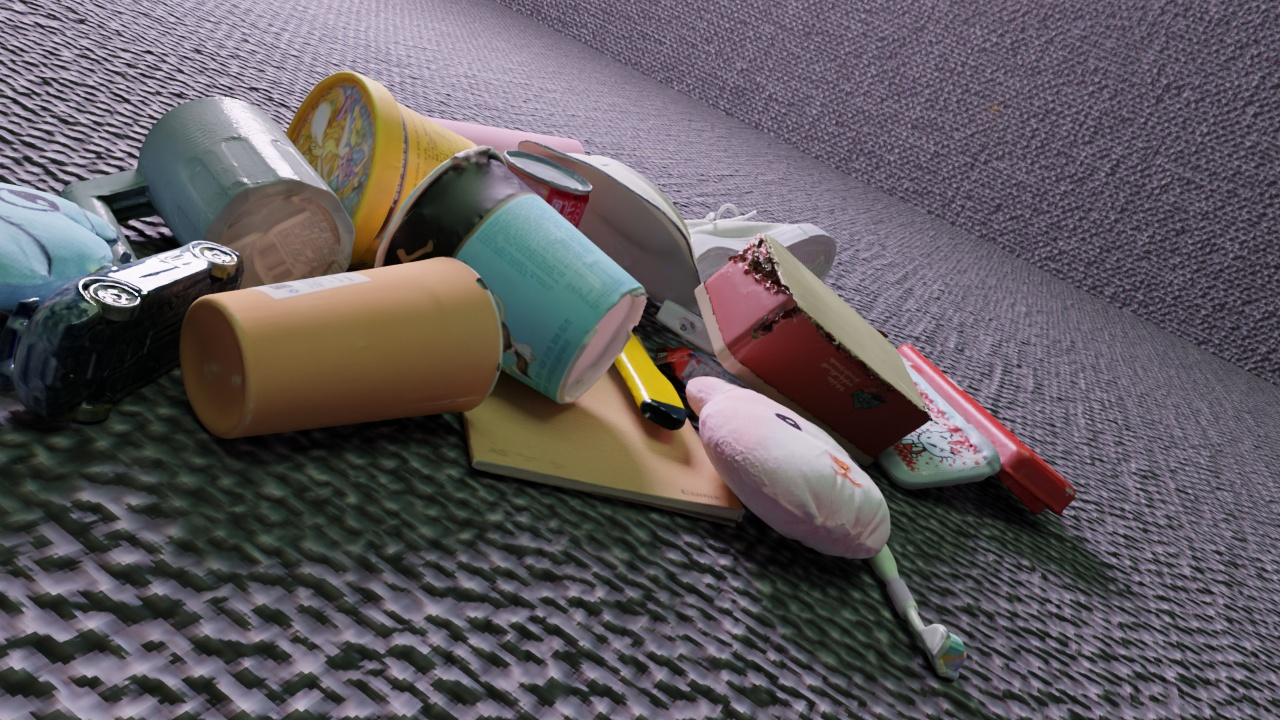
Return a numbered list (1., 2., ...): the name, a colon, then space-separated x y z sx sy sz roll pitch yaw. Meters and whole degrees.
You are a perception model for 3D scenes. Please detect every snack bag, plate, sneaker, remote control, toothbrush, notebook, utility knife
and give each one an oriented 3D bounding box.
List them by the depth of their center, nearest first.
1. toothbrush: 0.135 0.105 0.519 0.020 0.029 0.189 -19 25 1
2. notebook: -0.040 0.018 0.543 0.149 0.012 0.211 15 22 -24
3. utility knife: -0.003 0.003 0.579 0.033 0.015 0.153 20 19 -26
4. snack bag: 0.058 0.018 0.622 0.104 0.026 0.048 30 16 -4
5. remote control: 0.066 -0.011 0.671 0.056 0.019 0.135 34 8 34
6. plate: -0.014 -0.109 0.720 0.164 0.034 0.164 33 -16 20
7. sneaker: 0.089 -0.097 0.870 0.241 0.090 0.091 -8 33 -45

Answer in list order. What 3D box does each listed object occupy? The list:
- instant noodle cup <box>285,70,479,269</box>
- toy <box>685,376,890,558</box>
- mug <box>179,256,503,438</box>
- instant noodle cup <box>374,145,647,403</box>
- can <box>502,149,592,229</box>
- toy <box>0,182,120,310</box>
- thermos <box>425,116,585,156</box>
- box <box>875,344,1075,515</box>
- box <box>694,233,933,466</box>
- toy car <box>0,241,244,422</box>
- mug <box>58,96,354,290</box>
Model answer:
1. instant noodle cup: -0.151 -0.105 0.579 0.114 0.119 0.118 12 23 -48
2. toy: 0.077 0.053 0.519 0.121 0.054 0.159 31 9 -23
3. mug: -0.133 -0.005 0.412 0.078 0.078 0.122 37 28 29
4. instant noodle cup: -0.065 -0.040 0.508 0.120 0.111 0.111 36 23 12
5. can: -0.081 -0.091 0.643 0.066 0.094 0.066 22 21 -9
6. toy: -0.296 -0.050 0.369 0.156 0.050 0.161 19 19 6
7. thermos: -0.142 -0.163 0.745 0.198 0.067 0.087 3 -4 -29
8. box: 0.229 0.044 0.720 0.159 0.065 0.201 13 22 -18
9. box: 0.123 -0.010 0.612 0.168 0.078 0.091 34 28 -34
10. toy car: -0.208 -0.017 0.379 0.037 0.054 0.120 27 20 0
11. mug: -0.228 -0.076 0.486 0.123 0.084 0.103 -25 48 -29
